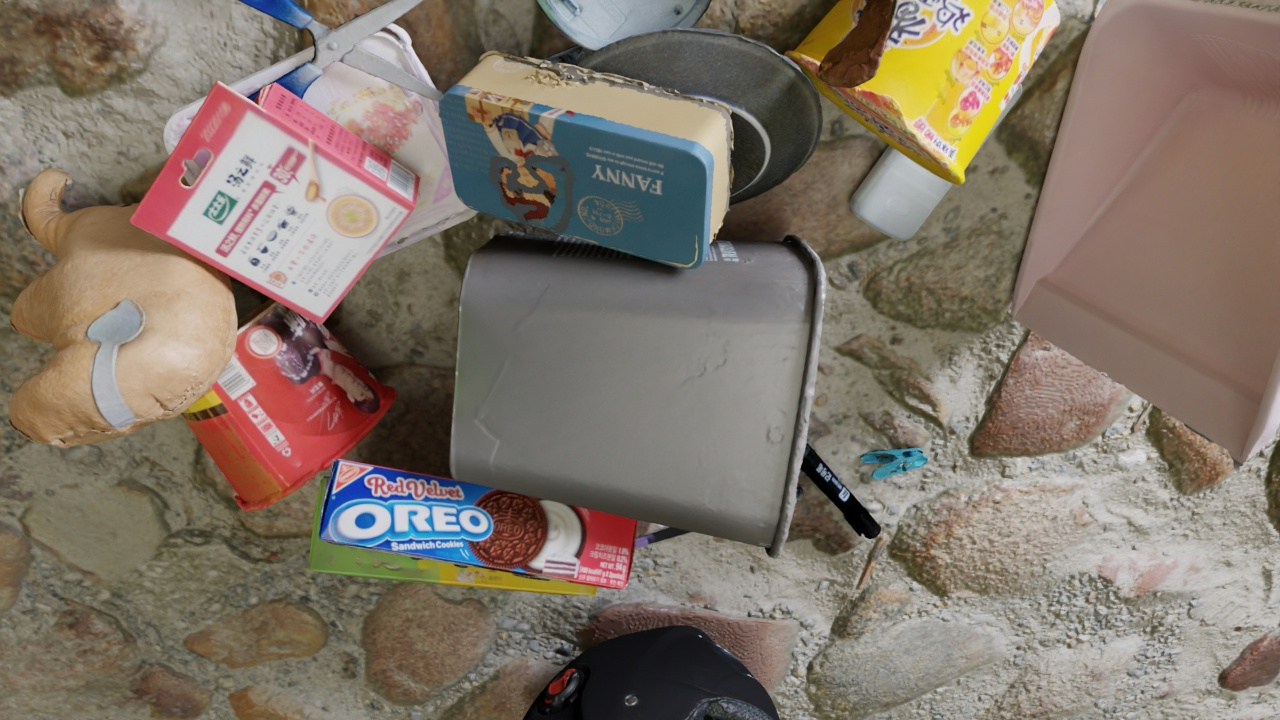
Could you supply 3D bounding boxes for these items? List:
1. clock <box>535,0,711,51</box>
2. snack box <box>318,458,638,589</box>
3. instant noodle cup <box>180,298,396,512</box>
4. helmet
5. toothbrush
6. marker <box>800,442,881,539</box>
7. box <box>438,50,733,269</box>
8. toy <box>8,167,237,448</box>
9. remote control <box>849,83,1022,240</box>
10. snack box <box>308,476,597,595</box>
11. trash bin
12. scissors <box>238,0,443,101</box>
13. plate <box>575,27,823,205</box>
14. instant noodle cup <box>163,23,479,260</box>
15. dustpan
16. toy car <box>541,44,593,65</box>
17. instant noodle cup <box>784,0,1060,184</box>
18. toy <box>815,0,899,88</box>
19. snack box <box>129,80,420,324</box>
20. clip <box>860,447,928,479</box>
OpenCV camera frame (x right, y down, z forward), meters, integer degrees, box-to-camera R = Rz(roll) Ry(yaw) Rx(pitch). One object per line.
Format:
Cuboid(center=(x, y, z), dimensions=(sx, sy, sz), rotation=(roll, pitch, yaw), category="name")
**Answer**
Cuboid(center=(0.001, -0.255, 0.542), dimensions=(0.158, 0.059, 0.117), rotation=(-44, 108, 9), category="clock")
Cuboid(center=(-0.109, 0.114, 0.626), dimensions=(0.207, 0.058, 0.057), rotation=(12, 75, -8), category="snack box")
Cuboid(center=(-0.264, 0.023, 0.665), dimensions=(0.138, 0.137, 0.108), rotation=(-29, 110, 13), category="instant noodle cup")
Cuboid(center=(0.001, 0.366, 0.827), dimensions=(0.275, 0.230, 0.233), rotation=(-16, 106, 5), category="helmet")
Cuboid(center=(0.056, 0.147, 0.824), dimensions=(0.189, 0.016, 0.014), rotation=(-19, 120, 10), category="toothbrush")
Cuboid(center=(0.170, 0.114, 0.809), dimensions=(0.022, 0.020, 0.132), rotation=(-18, 127, 41), category="marker")
Cuboid(center=(-0.025, -0.117, 0.539), dimensions=(0.184, 0.059, 0.090), rotation=(18, 141, 19), category="box")
Cuboid(center=(-0.336, -0.048, 0.590), dimensions=(0.143, 0.226, 0.083), rotation=(-21, 146, -14), category="toy")
Cuboid(center=(0.207, -0.150, 0.651), dimensions=(0.056, 0.020, 0.136), rotation=(25, 116, -18), category="remote control")
Cuboid(center=(-0.141, 0.143, 0.727), dimensions=(0.210, 0.158, 0.070), rotation=(7, 76, -8), category="snack box")
Cuboid(center=(-0.004, 0.004, 0.629), dimensions=(0.220, 0.198, 0.199), rotation=(8, 105, 0), category="trash bin")
Cuboid(center=(-0.196, -0.185, 0.542), dimensions=(0.176, 0.012, 0.163), rotation=(36, 110, -22), category="scissors")
Cuboid(center=(0.027, -0.139, 0.590), dimensions=(0.179, 0.024, 0.180), rotation=(1, 156, 0), category="plate")
Cuboid(center=(-0.201, -0.136, 0.611), dimensions=(0.173, 0.060, 0.138), rotation=(-20, 120, 10), category="instant noodle cup")
Cuboid(center=(0.331, -0.113, 0.576), dimensions=(0.138, 0.222, 0.274), rotation=(20, 105, -29), category="dustpan")
Cuboid(center=(-0.043, -0.179, 0.610), dimensions=(0.121, 0.036, 0.054), rotation=(-21, 119, 5), category="toy car")
Cuboid(center=(0.177, -0.191, 0.564), dimensions=(0.138, 0.138, 0.110), rotation=(31, 107, -20), category="instant noodle cup")
Cuboid(center=(0.131, -0.282, 0.478), dimensions=(0.089, 0.228, 0.246), rotation=(-9, 83, -32), category="toy")
Cuboid(center=(-0.220, -0.099, 0.561), dimensions=(0.127, 0.044, 0.113), rotation=(33, 118, -29), category="snack box")
Cuboid(center=(0.221, 0.088, 0.794), dimensions=(0.055, 0.038, 0.013), rotation=(-9, 124, -6), category="clip")
